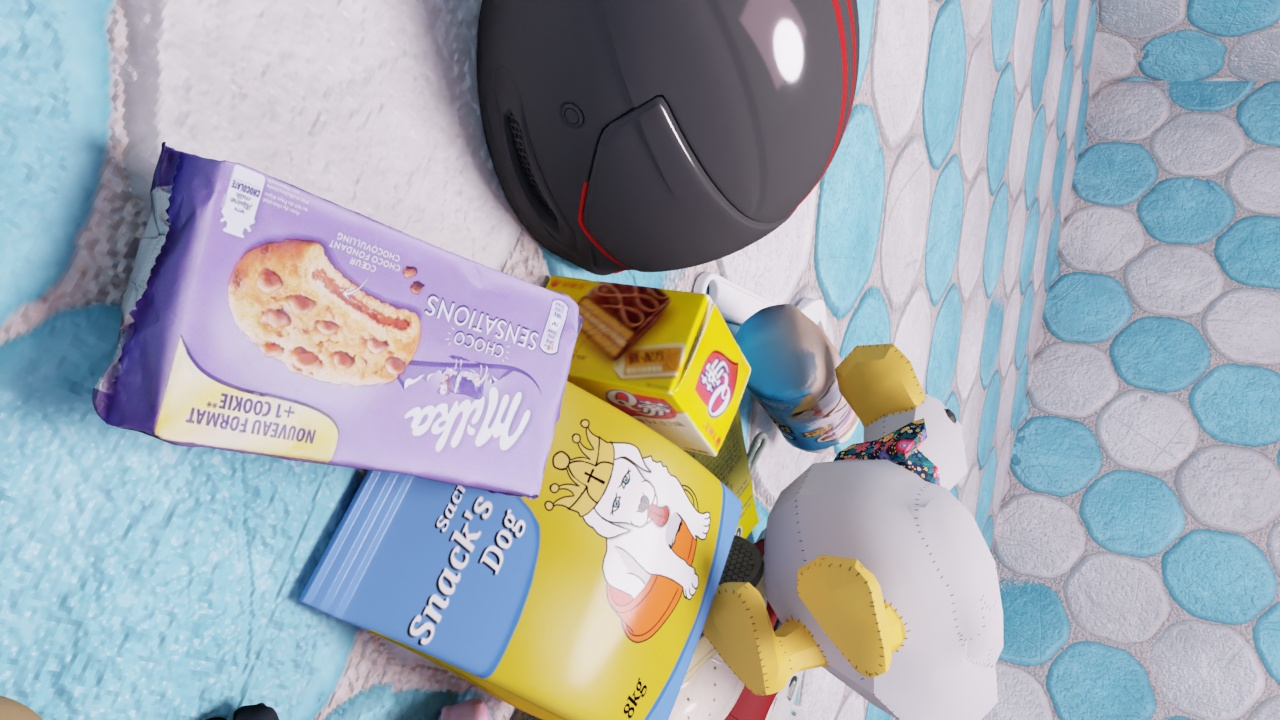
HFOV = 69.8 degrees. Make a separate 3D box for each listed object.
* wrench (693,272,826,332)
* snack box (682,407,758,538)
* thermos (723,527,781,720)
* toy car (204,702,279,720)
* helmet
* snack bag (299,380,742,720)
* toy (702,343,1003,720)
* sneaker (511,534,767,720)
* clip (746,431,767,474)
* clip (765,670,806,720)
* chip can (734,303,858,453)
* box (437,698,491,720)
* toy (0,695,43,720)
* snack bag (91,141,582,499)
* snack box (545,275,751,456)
[{"bbox_3d":[0.111,-0.039,0.803,0.273,0.018,0.066,12,88,-60],"label":"wrench"},{"bbox_3d":[0.034,0.083,0.680,0.121,0.045,0.181,-43,131,-43],"label":"snack box"},{"bbox_3d":[0.104,0.239,0.795,0.198,0.084,0.108,-54,179,-34],"label":"thermos"},{"bbox_3d":[-0.178,0.182,0.346,0.111,0.034,0.046,-46,136,-44],"label":"toy car"},{"bbox_3d":[0.022,-0.151,0.456,0.163,0.170,0.265,-54,141,-38],"label":"helmet"},{"bbox_3d":[-0.056,0.094,0.485,0.205,0.102,0.158,40,62,-35],"label":"snack bag"},{"bbox_3d":[0.160,0.121,0.590,0.266,0.141,0.246,-22,85,-49],"label":"toy"},{"bbox_3d":[0.004,0.225,0.603,0.240,0.089,0.102,-43,137,-29],"label":"sneaker"},{"bbox_3d":[0.083,0.093,0.782,0.023,0.035,0.074,22,86,-62],"label":"clip"},{"bbox_3d":[0.119,0.347,0.914,0.151,0.092,0.125,77,36,-59],"label":"clip"},{"bbox_3d":[0.136,0.022,0.770,0.229,0.080,0.079,42,62,-66],"label":"chip can"},{"bbox_3d":[-0.060,0.274,0.436,0.155,0.044,0.201,143,-73,-81],"label":"box"},{"bbox_3d":[-0.191,0.141,0.248,0.105,0.108,0.134,-48,141,-18],"label":"toy"},{"bbox_3d":[-0.104,-0.003,0.369,0.205,0.058,0.096,22,77,-51],"label":"snack bag"},{"bbox_3d":[-0.003,0.003,0.524,0.083,0.106,0.061,52,54,-53],"label":"snack box"}]
